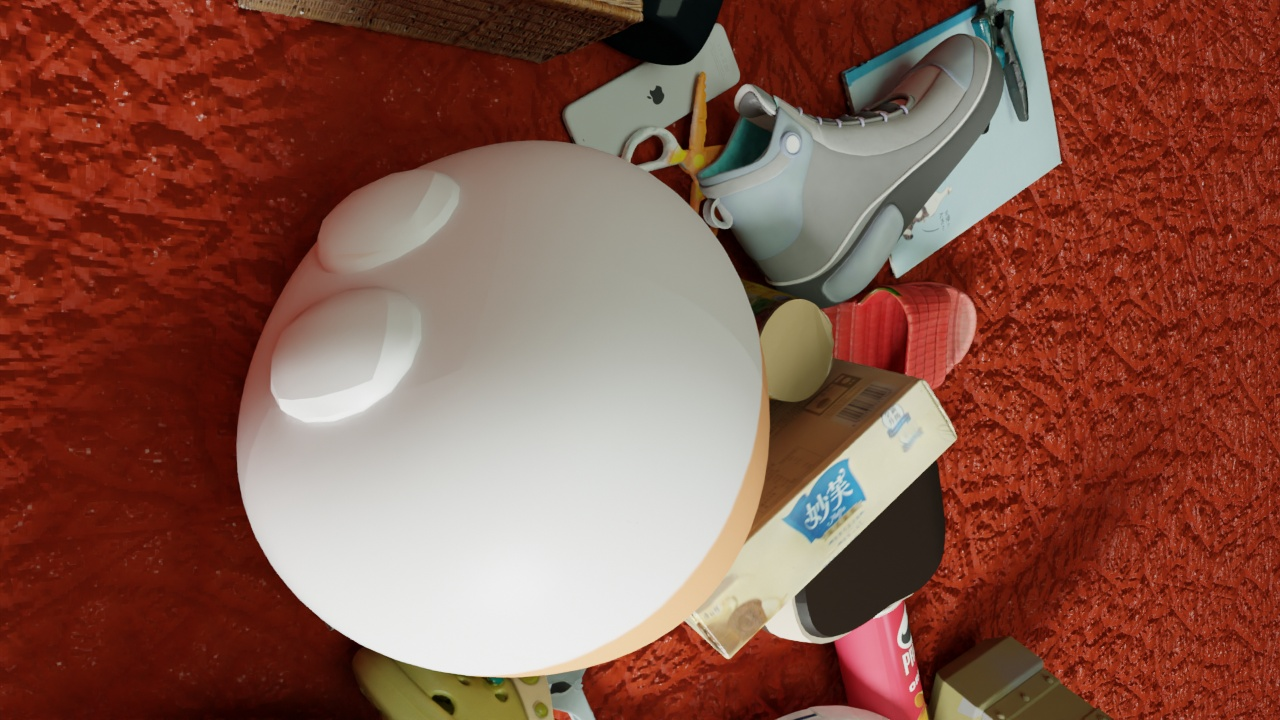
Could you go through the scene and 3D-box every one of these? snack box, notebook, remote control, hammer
[{"bbox_3d":[0.084,0.085,0.620,0.207,0.153,0.055,-40,110,-12],"label":"snack box"},{"bbox_3d":[0.284,-0.209,0.807,0.252,0.009,0.181,-33,115,-25],"label":"notebook"},{"bbox_3d":[0.010,-0.183,0.631,0.146,0.008,0.045,-36,117,-23],"label":"remote control"},{"bbox_3d":[0.366,0.458,0.904,0.100,0.190,0.325,-19,125,-30],"label":"hammer"}]

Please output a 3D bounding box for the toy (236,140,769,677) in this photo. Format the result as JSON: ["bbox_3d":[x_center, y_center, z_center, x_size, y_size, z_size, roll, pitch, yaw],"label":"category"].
[{"bbox_3d":[-0.061,0.034,0.480,0.281,0.266,0.262,51,36,-47],"label":"toy"}]

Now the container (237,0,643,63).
[{"bbox_3d":[-0.103,-0.238,0.483,0.198,0.114,0.113,0,94,-35],"label":"container"}]

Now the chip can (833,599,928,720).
[{"bbox_3d":[0.216,0.294,0.814,0.069,0.069,0.221,-26,112,-27],"label":"chip can"}]

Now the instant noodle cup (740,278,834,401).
[{"bbox_3d":[0.069,-0.015,0.636,0.100,0.112,0.100,-6,101,-31],"label":"instant noodle cup"}]

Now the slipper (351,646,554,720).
[{"bbox_3d":[-0.085,0.219,0.566,0.190,0.092,0.081,39,73,-11],"label":"slipper"}]

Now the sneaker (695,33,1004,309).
[{"bbox_3d":[0.150,-0.174,0.668,0.160,0.093,0.256,41,81,-30],"label":"sneaker"}]

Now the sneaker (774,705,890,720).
[{"bbox_3d":[0.109,0.364,0.698,0.294,0.127,0.121,-10,107,-24],"label":"sneaker"}]

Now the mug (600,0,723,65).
[{"bbox_3d":[0.020,-0.244,0.559,0.085,0.122,0.094,19,87,-18],"label":"mug"}]

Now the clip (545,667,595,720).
[{"bbox_3d":[-0.016,0.206,0.671,0.168,0.031,0.164,35,76,-34],"label":"clip"}]

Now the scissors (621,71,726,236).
[{"bbox_3d":[0.035,-0.139,0.647,0.130,0.011,0.125,-5,105,-40],"label":"scissors"}]

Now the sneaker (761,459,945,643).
[{"bbox_3d":[0.150,0.145,0.740,0.293,0.117,0.112,-17,100,-51],"label":"sneaker"}]

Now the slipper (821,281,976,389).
[{"bbox_3d":[0.201,-0.011,0.757,0.248,0.059,0.103,-9,103,-31],"label":"slipper"}]

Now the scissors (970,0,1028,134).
[{"bbox_3d":[0.312,-0.265,0.798,0.119,0.019,0.151,20,85,-34],"label":"scissors"}]

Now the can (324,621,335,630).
[{"bbox_3d":[-0.153,0.140,0.564,0.080,0.032,0.031,-9,103,-32],"label":"can"}]
